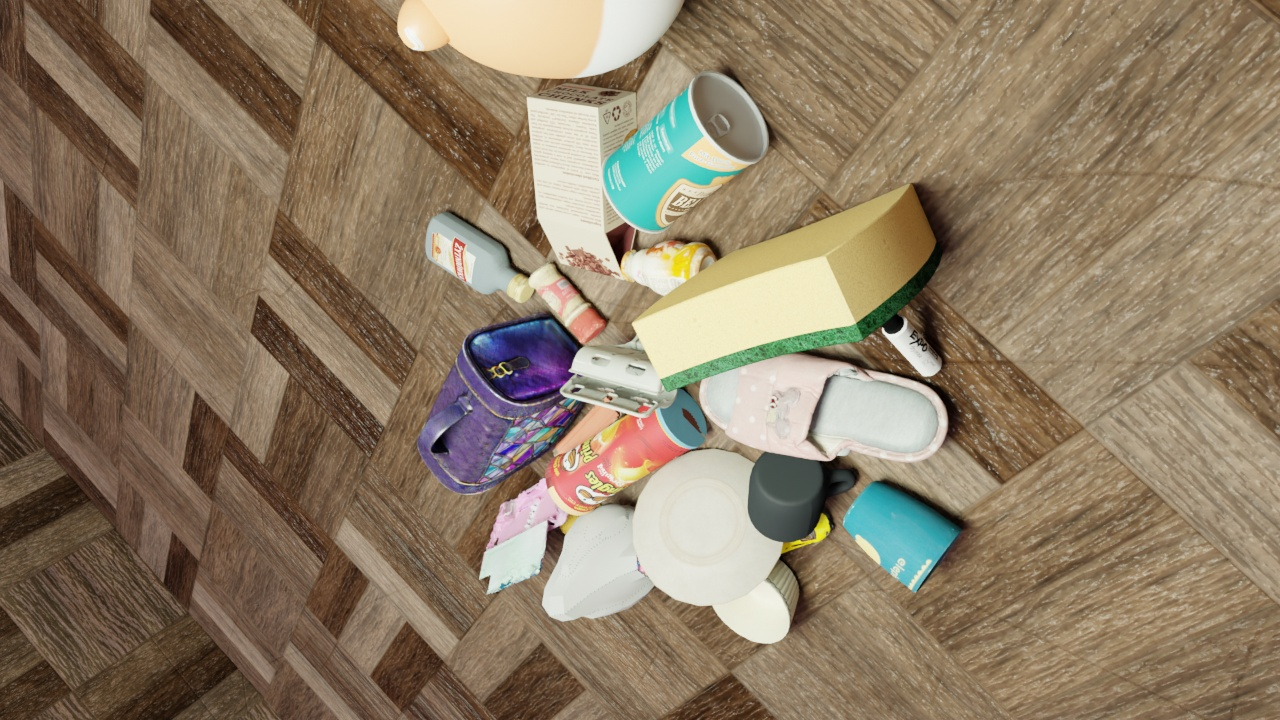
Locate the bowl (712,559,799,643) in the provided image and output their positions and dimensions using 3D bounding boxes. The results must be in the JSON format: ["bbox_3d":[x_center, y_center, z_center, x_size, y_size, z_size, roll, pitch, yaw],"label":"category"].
[{"bbox_3d":[0.151,0.293,1.166,0.115,0.062,0.115,20,127,29],"label":"bowl"}]

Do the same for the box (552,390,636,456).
[{"bbox_3d":[-0.069,0.094,1.234,0.058,0.053,0.187,24,139,-16],"label":"box"}]

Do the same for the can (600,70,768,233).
[{"bbox_3d":[0.042,-0.205,0.920,0.144,0.099,0.099,-31,95,45],"label":"can"}]

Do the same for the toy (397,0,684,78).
[{"bbox_3d":[-0.094,-0.378,0.802,0.266,0.280,0.263,32,139,58],"label":"toy"}]

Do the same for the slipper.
[{"bbox_3d":[0.183,0.047,0.968,0.275,0.054,0.114,8,91,30],"label":"slipper"}]

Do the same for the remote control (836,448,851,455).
[{"bbox_3d":[0.187,0.071,1.025,0.114,0.028,0.060,13,123,33],"label":"remote control"}]

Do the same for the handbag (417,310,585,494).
[{"bbox_3d":[-0.183,0.058,1.169,0.125,0.221,0.205,49,134,15],"label":"handbag"}]

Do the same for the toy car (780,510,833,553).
[{"bbox_3d":[0.185,0.204,1.108,0.107,0.030,0.049,-34,92,44],"label":"toy car"}]

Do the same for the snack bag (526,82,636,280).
[{"bbox_3d":[-0.060,-0.194,1.030,0.094,0.069,0.207,18,126,30],"label":"snack bag"}]

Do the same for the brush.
[{"bbox_3d":[0.137,-0.067,0.862,0.251,0.194,0.075,-17,104,43],"label":"brush"}]

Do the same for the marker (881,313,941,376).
[{"bbox_3d":[0.251,-0.022,0.870,0.025,0.025,0.126,-4,151,40],"label":"marker"}]

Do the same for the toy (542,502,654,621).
[{"bbox_3d":[-0.020,0.262,1.209,0.268,0.246,0.141,6,123,62],"label":"toy"}]

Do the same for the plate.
[{"bbox_3d":[0.076,0.195,1.097,0.189,0.188,0.027,25,170,25],"label":"plate"}]

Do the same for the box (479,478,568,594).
[{"bbox_3d":[-0.171,0.255,1.326,0.035,0.158,0.231,30,146,-18],"label":"box"}]

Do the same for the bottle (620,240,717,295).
[{"bbox_3d":[0.030,-0.102,1.019,0.109,0.063,0.063,8,121,36],"label":"bottle"}]

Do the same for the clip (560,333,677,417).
[{"bbox_3d":[-0.006,0.006,1.061,0.125,0.147,0.082,17,133,30],"label":"clip"}]

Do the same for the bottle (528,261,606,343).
[{"bbox_3d":[-0.092,-0.072,1.150,0.109,0.044,0.044,48,135,7],"label":"bottle"}]

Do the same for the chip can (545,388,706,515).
[{"bbox_3d":[-0.021,0.117,1.155,0.214,0.086,0.087,-35,92,34],"label":"chip can"}]

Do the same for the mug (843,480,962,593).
[{"bbox_3d":[0.278,0.191,0.999,0.104,0.084,0.112,37,162,23],"label":"mug"}]

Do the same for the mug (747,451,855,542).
[{"bbox_3d":[0.182,0.144,1.029,0.095,0.121,0.085,82,177,-57],"label":"mug"}]

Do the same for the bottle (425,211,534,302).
[{"bbox_3d":[-0.210,-0.129,1.206,0.161,0.046,0.072,32,132,19],"label":"bottle"}]
